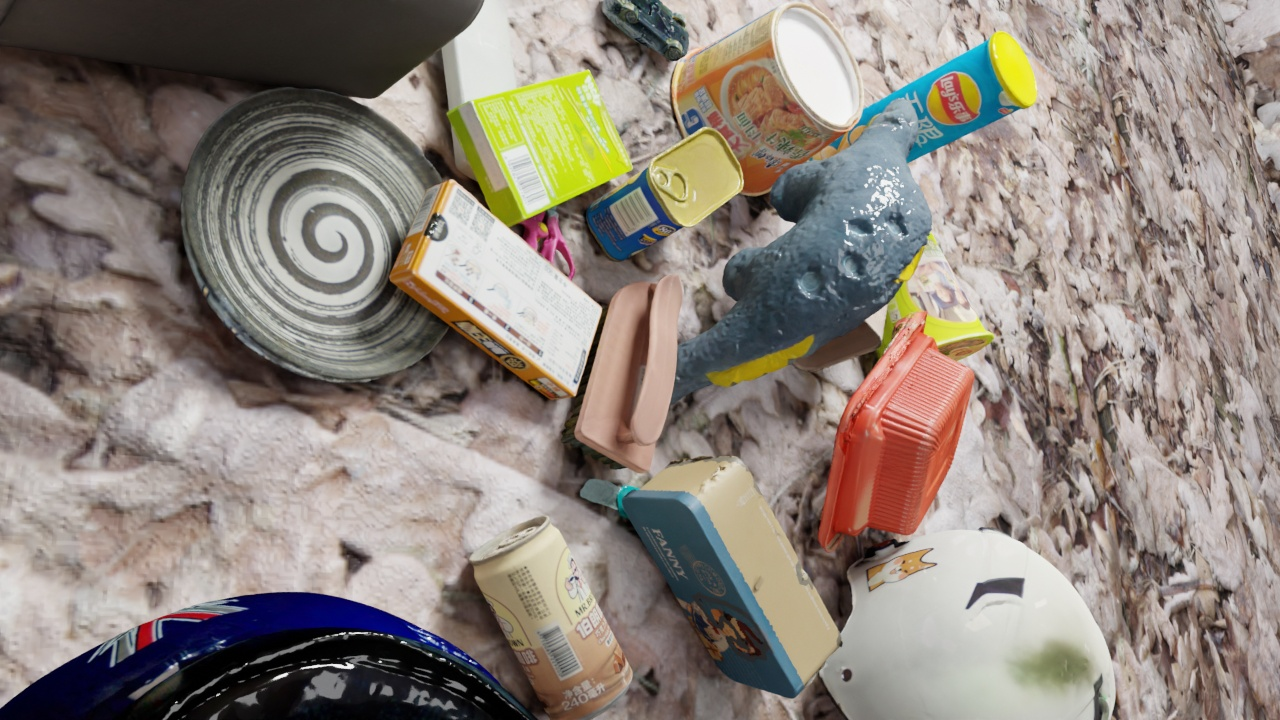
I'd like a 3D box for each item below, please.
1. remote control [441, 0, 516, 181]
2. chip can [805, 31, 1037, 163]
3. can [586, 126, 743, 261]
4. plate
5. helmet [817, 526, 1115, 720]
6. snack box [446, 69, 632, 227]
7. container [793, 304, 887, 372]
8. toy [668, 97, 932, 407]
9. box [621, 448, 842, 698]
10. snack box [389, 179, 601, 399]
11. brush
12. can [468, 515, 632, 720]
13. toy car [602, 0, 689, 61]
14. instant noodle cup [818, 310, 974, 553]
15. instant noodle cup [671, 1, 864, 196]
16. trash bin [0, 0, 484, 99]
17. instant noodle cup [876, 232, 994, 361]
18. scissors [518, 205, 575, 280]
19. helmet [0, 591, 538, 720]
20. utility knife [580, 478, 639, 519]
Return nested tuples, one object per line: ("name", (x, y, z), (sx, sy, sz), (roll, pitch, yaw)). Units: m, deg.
("remote control", (-0.115, -0.198, 0.660), (0.058, 0.021, 0.150), (6, 72, -50))
("chip can", (0.259, -0.226, 0.871), (0.071, 0.211, 0.071), (16, 65, -37))
("can", (0.018, -0.127, 0.711), (0.101, 0.083, 0.057), (-41, 103, -42))
("plate", (-0.185, -0.073, 0.549), (0.179, 0.024, 0.179), (16, 68, -43))
("helmet", (0.281, 0.233, 0.730), (0.230, 0.157, 0.273), (50, 38, 7))
("snack box", (-0.067, -0.157, 0.664), (0.156, 0.026, 0.086), (-41, 110, -53))
("container", (0.167, -0.066, 0.821), (0.090, 0.090, 0.110), (44, 48, -21))
("toy", (0.146, -0.089, 0.713), (0.355, 0.138, 0.091), (-51, 129, -19))
("box", (0.061, 0.143, 0.640), (0.061, 0.090, 0.184), (-40, 104, -31))
("snack box", (-0.089, -0.042, 0.605), (0.153, 0.026, 0.075), (40, 53, -39))
("brush", (-0.004, 0.004, 0.654), (0.063, 0.073, 0.145), (32, 54, -28))
("can", (-0.055, 0.159, 0.563), (0.058, 0.059, 0.116), (-31, 96, -43))
("toy car", (0.006, -0.294, 0.794), (0.090, 0.034, 0.042), (26, 56, -35))
("instant noodle cup", (0.219, 0.066, 0.776), (0.188, 0.079, 0.165), (-42, 142, -41))
("instant noodle cup", (0.120, -0.238, 0.821), (0.151, 0.112, 0.151), (15, 66, -37))
("trash bin", (-0.218, -0.254, 0.487), (0.219, 0.199, 0.199), (2, 75, -49))
("instant noodle cup", (0.269, -0.058, 0.899), (0.111, 0.112, 0.123), (-1, 68, -42))
("scissors", (-0.062, -0.112, 0.685), (0.073, 0.017, 0.137), (37, 50, -26))
("helmet", (-0.129, 0.247, 0.334), (0.246, 0.241, 0.315), (-18, 77, -43))
("utility knife", (0.029, 0.118, 0.682), (0.181, 0.013, 0.029), (22, 61, -33))
